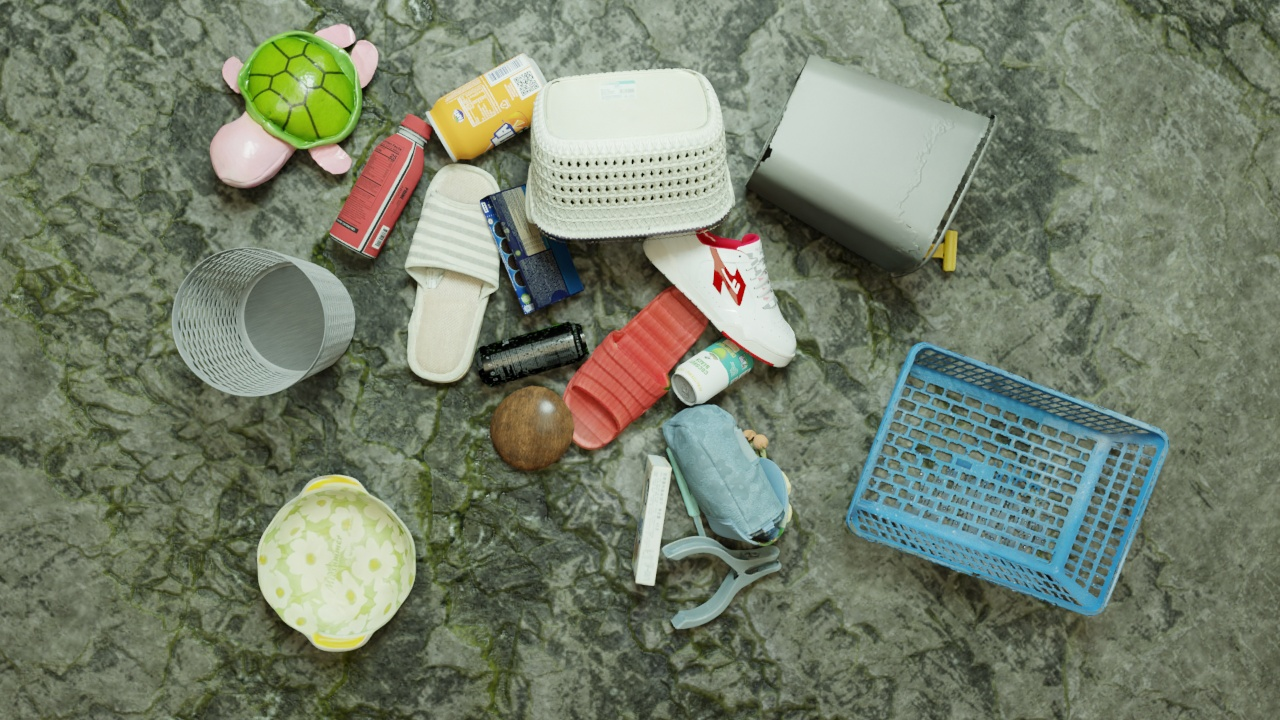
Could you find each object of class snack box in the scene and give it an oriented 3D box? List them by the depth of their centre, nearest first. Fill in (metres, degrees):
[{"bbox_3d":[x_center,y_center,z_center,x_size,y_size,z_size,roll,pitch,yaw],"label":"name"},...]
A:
[{"bbox_3d":[-0.132,-0.140,1.128,0.082,0.027,0.150,-26,98,-39],"label":"snack box"},{"bbox_3d":[0.013,0.199,1.158,0.026,0.082,0.150,7,94,-5],"label":"snack box"}]

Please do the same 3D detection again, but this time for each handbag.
[{"bbox_3d":[0.116,0.137,1.150,0.118,0.122,0.192,-30,94,-19],"label":"handbag"}]

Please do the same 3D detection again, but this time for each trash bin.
[{"bbox_3d":[-0.418,-0.046,1.052,0.156,0.183,0.156,0,94,-5],"label":"trash bin"},{"bbox_3d":[0.261,-0.236,1.099,0.220,0.197,0.197,26,91,0],"label":"trash bin"}]

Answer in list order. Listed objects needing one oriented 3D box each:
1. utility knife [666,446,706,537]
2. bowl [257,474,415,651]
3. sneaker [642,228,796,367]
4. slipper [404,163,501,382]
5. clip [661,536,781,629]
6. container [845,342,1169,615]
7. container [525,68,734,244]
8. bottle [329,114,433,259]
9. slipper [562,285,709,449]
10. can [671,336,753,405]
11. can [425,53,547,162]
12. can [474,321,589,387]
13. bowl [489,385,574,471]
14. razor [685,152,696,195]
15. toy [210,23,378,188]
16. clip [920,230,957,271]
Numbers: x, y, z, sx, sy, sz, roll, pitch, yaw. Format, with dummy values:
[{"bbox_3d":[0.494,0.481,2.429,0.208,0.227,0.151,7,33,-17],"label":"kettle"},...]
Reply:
[{"bbox_3d":[0.062,0.174,1.195,0.022,0.015,0.147,-23,98,-35],"label":"utility knife"},{"bbox_3d":[-0.371,0.246,1.141,0.188,0.060,0.219,-1,94,-4],"label":"bowl"},{"bbox_3d":[0.121,-0.100,1.128,0.236,0.090,0.104,44,112,-2],"label":"sneaker"},{"bbox_3d":[-0.232,-0.105,1.132,0.114,0.054,0.272,8,94,-10],"label":"slipper"},{"bbox_3d":[0.095,0.301,1.192,0.172,0.030,0.164,8,111,-21],"label":"clip"},{"bbox_3d":[0.458,0.149,1.186,0.362,0.089,0.257,20,93,-6],"label":"container"},{"bbox_3d":[-0.014,-0.238,1.055,0.251,0.143,0.184,-5,50,-2],"label":"container"},{"bbox_3d":[-0.307,-0.213,1.110,0.062,0.062,0.176,29,91,-6],"label":"bottle"},{"bbox_3d":[-0.007,0.007,1.154,0.103,0.059,0.248,41,89,-7],"label":"slipper"},{"bbox_3d":[0.091,0.012,1.147,0.101,0.055,0.055,-32,97,-27],"label":"can"},{"bbox_3d":[-0.179,-0.302,1.105,0.142,0.079,0.079,-30,96,-2],"label":"can"},{"bbox_3d":[-0.136,-0.008,1.143,0.137,0.054,0.054,-16,95,-3],"label":"can"},{"bbox_3d":[-0.140,0.088,1.148,0.114,0.026,0.102,-40,89,15],"label":"bowl"},{"bbox_3d":[0.062,-0.227,1.160,0.042,0.026,0.106,-12,91,-2],"label":"razor"},{"bbox_3d":[-0.413,-0.302,1.083,0.190,0.088,0.238,44,84,-7],"label":"toy"},{"bbox_3d":[0.391,-0.142,1.192,0.046,0.048,0.054,0,96,-30],"label":"clip"}]
